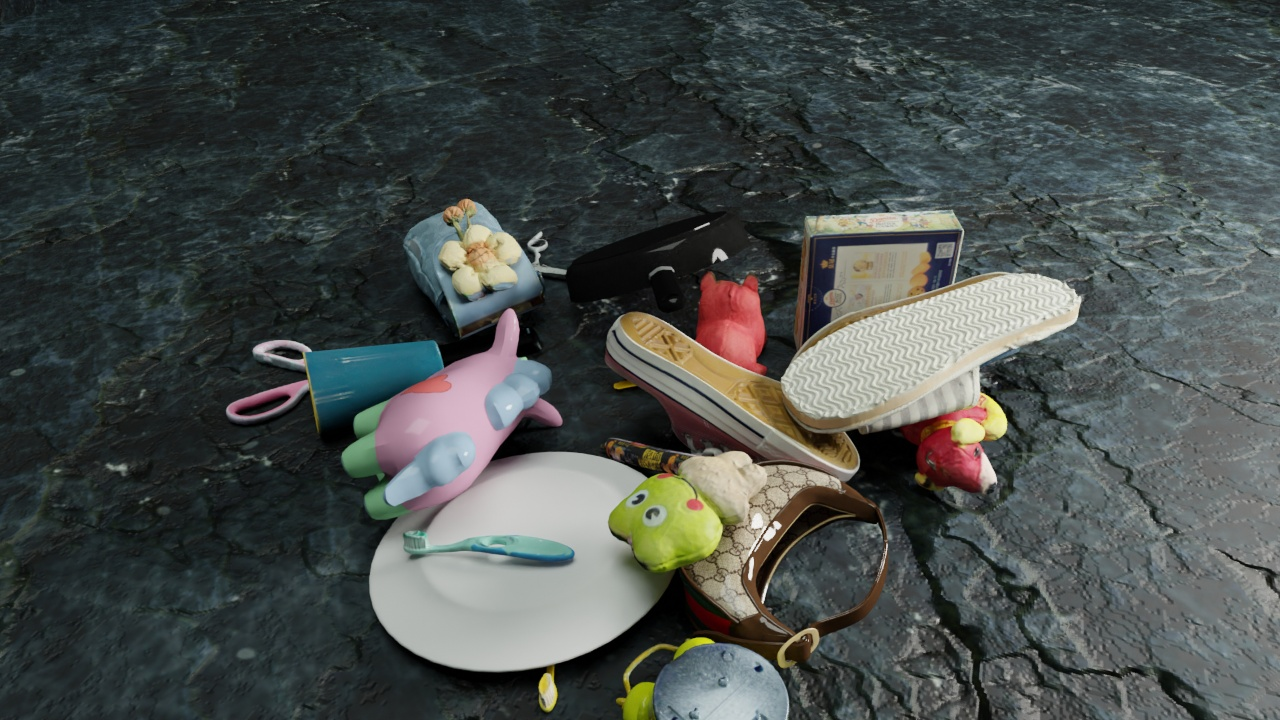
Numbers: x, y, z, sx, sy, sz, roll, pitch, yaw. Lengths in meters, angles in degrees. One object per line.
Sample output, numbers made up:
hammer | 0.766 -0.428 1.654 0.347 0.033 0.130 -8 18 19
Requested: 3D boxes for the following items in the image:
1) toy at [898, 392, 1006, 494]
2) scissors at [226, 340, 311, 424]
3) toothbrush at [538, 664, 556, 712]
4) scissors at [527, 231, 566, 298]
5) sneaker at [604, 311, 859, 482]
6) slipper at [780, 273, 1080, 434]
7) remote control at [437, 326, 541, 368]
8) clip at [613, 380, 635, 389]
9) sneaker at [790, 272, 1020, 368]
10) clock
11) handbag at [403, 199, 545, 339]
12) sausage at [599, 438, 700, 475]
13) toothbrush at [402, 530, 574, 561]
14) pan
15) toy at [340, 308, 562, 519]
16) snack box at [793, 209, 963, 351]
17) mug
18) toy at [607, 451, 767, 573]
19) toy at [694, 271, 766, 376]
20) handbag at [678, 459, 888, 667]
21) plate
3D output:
toy | 0.260 0.059 0.788 0.106 0.067 0.137 10 30 14
scissors | -0.341 0.011 0.936 0.170 0.014 0.168 -23 40 -25
toothbrush | -0.062 0.190 0.659 0.021 0.016 0.135 -6 35 4
scissors | -0.127 -0.116 1.103 0.141 0.014 0.174 -3 33 4
sneaker | 0.068 0.051 0.791 0.241 0.088 0.118 31 30 8
slipper | 0.246 -0.005 0.775 0.272 0.054 0.114 -24 40 -12
remote control | -0.180 -0.010 0.950 0.151 0.020 0.041 -11 35 -10
clip | -0.006 0.004 0.911 0.054 0.045 0.048 -12 61 -11
sneaker | 0.254 -0.007 0.871 0.235 0.079 0.087 -22 44 4
clock | 0.040 0.218 0.576 0.083 0.057 0.119 -31 44 -33
handbag | -0.190 -0.114 1.012 0.121 0.119 0.192 -23 45 -16
sausage | 0.017 0.083 0.765 0.020 0.020 0.155 -31 23 -34
toothbrush | -0.115 0.138 0.686 0.135 0.017 0.022 0 25 11
pan | 0.017 -0.097 0.918 0.204 0.044 0.355 -18 12 3
toy | -0.152 0.053 0.771 0.171 0.120 0.222 -23 17 -3
snack box | 0.230 -0.074 0.905 0.145 0.145 0.042 -1 39 2
mug | -0.250 0.020 0.869 0.121 0.078 0.078 -11 36 -20
toy | 0.037 0.102 0.656 0.117 0.043 0.092 -30 27 -15
toy | 0.081 -0.025 0.888 0.088 0.094 0.132 3 36 5
handbag | 0.103 0.145 0.661 0.138 0.063 0.166 11 39 36
plate | -0.090 0.140 0.714 0.242 0.016 0.242 -5 31 3
